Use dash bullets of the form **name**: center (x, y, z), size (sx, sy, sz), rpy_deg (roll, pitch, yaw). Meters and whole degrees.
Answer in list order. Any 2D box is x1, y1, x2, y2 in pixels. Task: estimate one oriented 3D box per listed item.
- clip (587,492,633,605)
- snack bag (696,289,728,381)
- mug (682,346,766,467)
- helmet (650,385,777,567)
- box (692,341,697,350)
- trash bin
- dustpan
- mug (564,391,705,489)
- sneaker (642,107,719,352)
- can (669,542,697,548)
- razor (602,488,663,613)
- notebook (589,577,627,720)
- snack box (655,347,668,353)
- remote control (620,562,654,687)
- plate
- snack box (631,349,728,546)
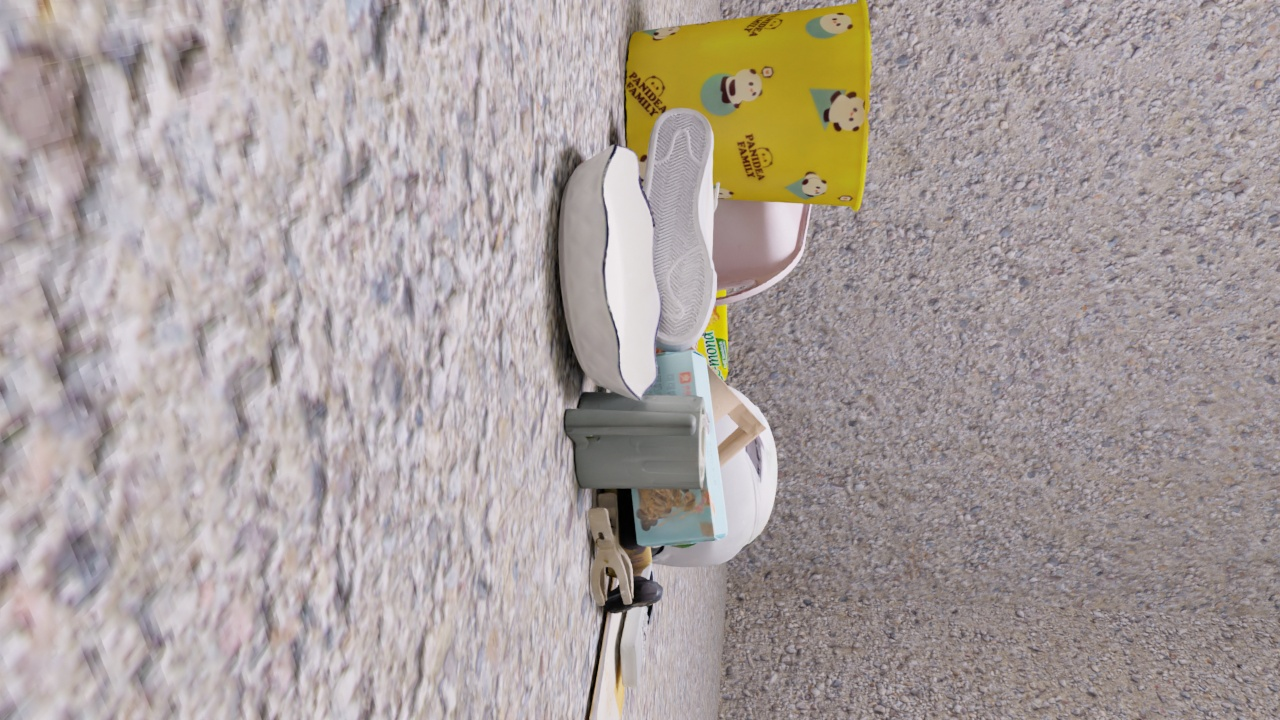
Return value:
- **clip**: center (-0.029, 0.173, 0.836), size (0.066, 0.034, 0.099), rpy_deg (-30, 112, -79)
- **snack bag**: center (0.092, -0.074, 1.423), size (0.157, 0.068, 0.247), rpy_deg (-102, -174, -55)
- **mug**: center (0.051, 0.060, 0.948), size (0.124, 0.103, 0.084), rpy_deg (47, 3, -10)
- **helmet**: center (0.103, 0.152, 1.181), size (0.228, 0.146, 0.259), rpy_deg (-73, 179, -68)
- **box**: center (0.045, -0.034, 1.260), size (0.162, 0.076, 0.088), rpy_deg (-85, -168, -47)
- **trash bin**: center (0.122, -0.284, 1.046), size (0.229, 0.255, 0.229), rpy_deg (2, 89, -81)
- **dustpan**: center (0.121, -0.162, 1.244), size (0.272, 0.223, 0.139), rpy_deg (-33, 111, -65)
- **mug**: center (0.000, 0.064, 0.762), size (0.124, 0.103, 0.083), rpy_deg (66, 26, -73)
- **sneaker**: center (0.032, -0.120, 0.905), size (0.091, 0.089, 0.242), rpy_deg (90, 4, -75)
- **can**: center (0.025, 0.152, 0.950), size (0.147, 0.058, 0.058), rpy_deg (-174, -95, -78)
- **razor**: center (-0.012, 0.160, 0.874), size (0.068, 0.062, 0.167), rpy_deg (-169, -108, -68)
- **notebook**: center (-0.027, 0.311, 0.924), size (0.205, 0.010, 0.146), rpy_deg (-80, 169, -51)
- **snack box**: center (0.009, -0.035, 0.954), size (0.153, 0.026, 0.075), rpy_deg (18, 73, -64)
- **remote control**: center (-0.001, 0.281, 0.991), size (0.149, 0.021, 0.058), rpy_deg (-72, 162, -65)
- **plate**: center (-0.022, -0.070, 0.749), size (0.204, 0.045, 0.205), rpy_deg (-3, 89, -79)
- **snack box**: center (0.030, 0.081, 0.849), size (0.051, 0.074, 0.174), rpy_deg (19, 63, -69)
